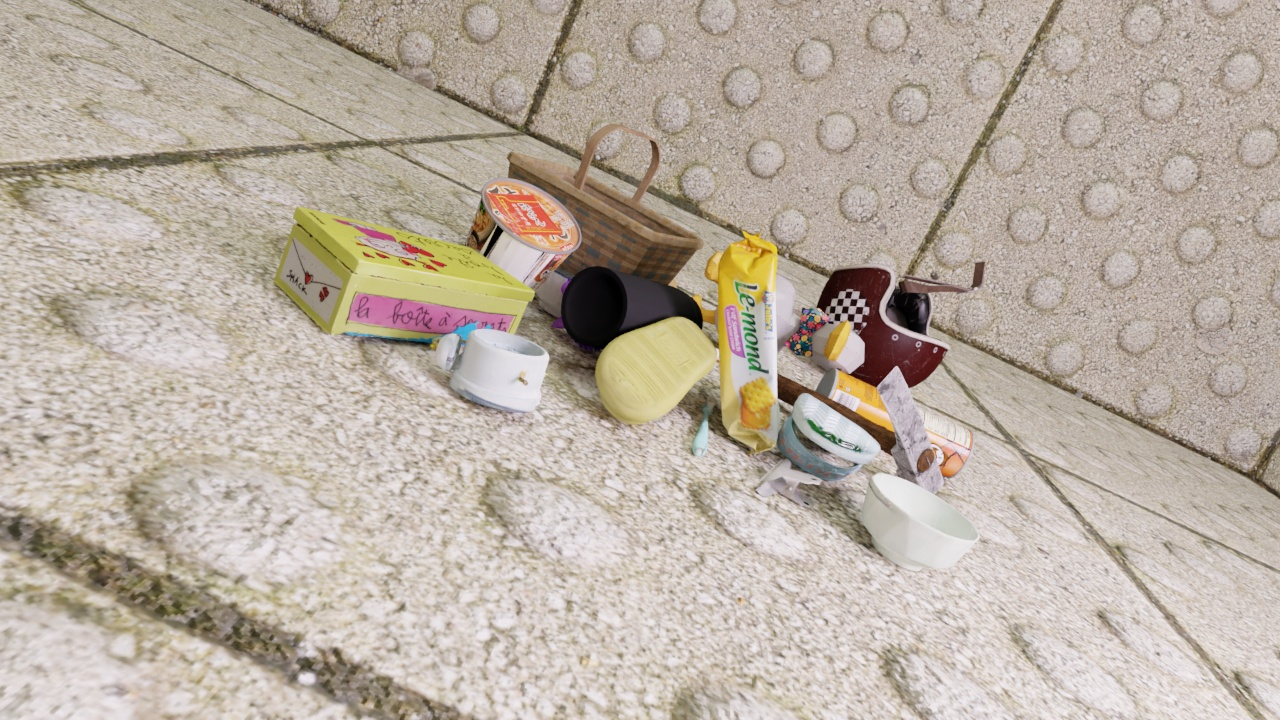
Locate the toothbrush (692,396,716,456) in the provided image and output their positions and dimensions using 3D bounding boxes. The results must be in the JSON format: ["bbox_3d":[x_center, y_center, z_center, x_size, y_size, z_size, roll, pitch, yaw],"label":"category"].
[{"bbox_3d":[0.071,0.072,1.010,0.016,0.017,0.180,27,16,1],"label":"toothbrush"}]

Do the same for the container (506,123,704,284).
[{"bbox_3d":[-0.044,-0.207,1.179,0.250,0.186,0.157,33,18,25],"label":"container"}]

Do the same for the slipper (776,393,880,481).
[{"bbox_3d":[0.207,0.095,1.051,0.104,0.074,0.245,33,0,8],"label":"slipper"}]

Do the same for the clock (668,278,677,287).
[{"bbox_3d":[-0.013,-0.101,1.296,0.116,0.081,0.159,-28,51,-34],"label":"clock"}]

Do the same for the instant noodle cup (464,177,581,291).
[{"bbox_3d":[-0.151,-0.122,1.055,0.123,0.122,0.123,25,35,-19],"label":"instant noodle cup"}]

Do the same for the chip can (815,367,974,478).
[{"bbox_3d":[0.350,0.087,1.281,0.215,0.075,0.075,24,16,-4],"label":"chip can"}]

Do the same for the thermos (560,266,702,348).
[{"bbox_3d":[0.002,-0.050,1.056,0.086,0.086,0.198,35,14,29],"label":"thermos"}]

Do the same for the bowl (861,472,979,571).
[{"bbox_3d":[0.270,0.169,0.915,0.117,0.061,0.117,23,16,-7],"label":"bowl"}]

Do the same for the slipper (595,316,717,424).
[{"bbox_3d":[0.009,0.014,0.964,0.091,0.082,0.190,48,38,6],"label":"slipper"}]

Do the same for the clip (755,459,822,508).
[{"bbox_3d":[0.155,0.133,0.948,0.056,0.046,0.101,26,16,18],"label":"clip"}]

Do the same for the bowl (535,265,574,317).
[{"bbox_3d":[-0.094,-0.090,1.192,0.118,0.062,0.118,23,16,-7],"label":"bowl"}]

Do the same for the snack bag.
[{"bbox_3d":[0.125,-0.029,1.052,0.068,0.247,0.159,-1,10,10],"label":"snack bag"}]

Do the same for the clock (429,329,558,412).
[{"bbox_3d":[-0.137,0.004,0.830,0.118,0.057,0.083,24,14,22],"label":"clock"}]

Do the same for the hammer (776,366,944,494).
[{"bbox_3d":[0.232,0.044,1.160,0.301,0.037,0.218,29,-21,47],"label":"hammer"}]

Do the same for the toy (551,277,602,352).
[{"bbox_3d":[-0.066,-0.044,1.098,0.088,0.055,0.106,38,-15,44],"label":"toy"}]

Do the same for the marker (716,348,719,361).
[{"bbox_3d":[0.105,-0.011,1.329,0.145,0.017,0.017,20,16,-17],"label":"marker"}]

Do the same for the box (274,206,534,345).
[{"bbox_3d":[-0.226,-0.075,0.904,0.124,0.082,0.220,37,20,36],"label":"box"}]

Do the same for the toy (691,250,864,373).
[{"bbox_3d":[0.202,-0.052,1.366,0.267,0.141,0.247,27,-6,8],"label":"toy"}]

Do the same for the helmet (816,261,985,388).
[{"bbox_3d":[0.423,-0.070,1.569,0.234,0.253,0.233,7,-4,37],"label":"helmet"}]
